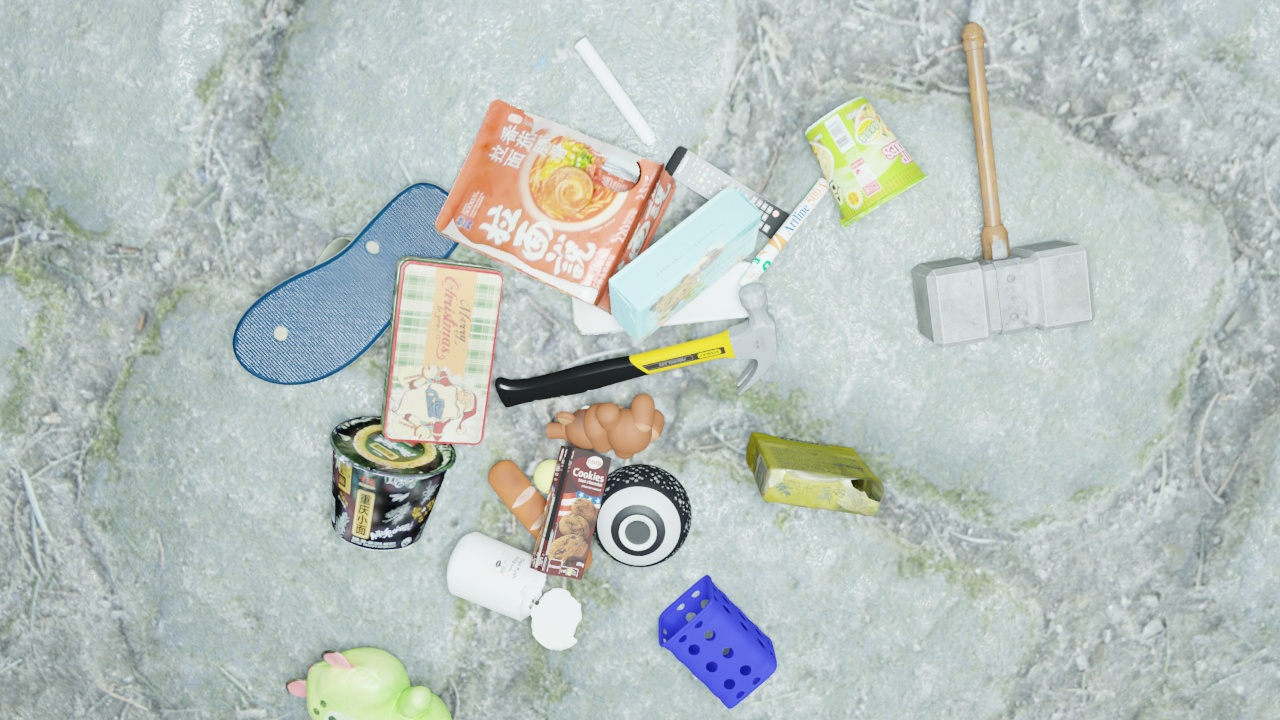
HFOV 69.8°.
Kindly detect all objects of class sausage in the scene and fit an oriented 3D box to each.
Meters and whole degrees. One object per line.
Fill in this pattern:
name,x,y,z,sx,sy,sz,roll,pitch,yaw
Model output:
sausage,-0.118,0.184,1.072,0.039,0.045,0.164,-43,98,-25

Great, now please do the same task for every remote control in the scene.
remote control,0.095,-0.182,0.998,0.147,0.015,0.033,32,102,-3

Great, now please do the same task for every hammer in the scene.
hammer,-0.006,0.006,1.022,0.324,0.029,0.127,-13,126,12
hammer,0.359,-0.185,0.947,0.163,0.082,0.318,-10,101,5

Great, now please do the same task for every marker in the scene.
marker,-0.026,-0.286,0.982,0.017,0.020,0.133,-34,98,19
marker,0.154,-0.135,0.986,0.017,0.017,0.145,39,87,-5

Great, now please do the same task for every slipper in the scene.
slipper,-0.317,-0.082,1.025,0.295,0.060,0.118,-43,102,-3

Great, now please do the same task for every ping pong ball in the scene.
ping pong ball,-0.104,0.135,1.063,0.040,0.040,0.040,1,101,3

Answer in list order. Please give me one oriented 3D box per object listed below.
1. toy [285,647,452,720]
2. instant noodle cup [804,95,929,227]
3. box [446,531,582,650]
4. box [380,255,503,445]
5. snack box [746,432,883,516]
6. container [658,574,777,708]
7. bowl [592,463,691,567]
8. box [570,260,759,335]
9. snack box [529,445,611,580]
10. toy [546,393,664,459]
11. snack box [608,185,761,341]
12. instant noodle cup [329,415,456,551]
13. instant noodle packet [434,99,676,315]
toy,-0.315,0.417,1.109,0.197,0.107,0.151,47,124,3
instant noodle cup,0.228,-0.209,0.950,0.099,0.099,0.108,-30,91,9
box,-0.142,0.270,1.075,0.156,0.084,0.126,17,138,17
box,-0.221,-0.009,1.016,0.117,0.051,0.205,5,102,-24
snack box,0.180,0.121,0.971,0.121,0.180,0.045,9,97,1
container,0.090,0.328,1.069,0.085,0.084,0.113,-43,97,9
bowl,-0.001,0.186,1.053,0.120,0.066,0.120,1,102,3
box,0.028,-0.069,1.016,0.210,0.037,0.064,-6,98,6
snack box,-0.078,0.171,1.035,0.051,0.032,0.140,20,80,-33
toy,-0.042,0.074,1.040,0.128,0.065,0.095,-1,143,19
snack box,0.046,-0.100,0.952,0.174,0.075,0.053,-38,72,-15
instant noodle cup,-0.289,0.141,1.038,0.137,0.137,0.112,17,110,0
instant noodle packet,-0.096,-0.169,0.985,0.221,0.084,0.164,26,92,12
